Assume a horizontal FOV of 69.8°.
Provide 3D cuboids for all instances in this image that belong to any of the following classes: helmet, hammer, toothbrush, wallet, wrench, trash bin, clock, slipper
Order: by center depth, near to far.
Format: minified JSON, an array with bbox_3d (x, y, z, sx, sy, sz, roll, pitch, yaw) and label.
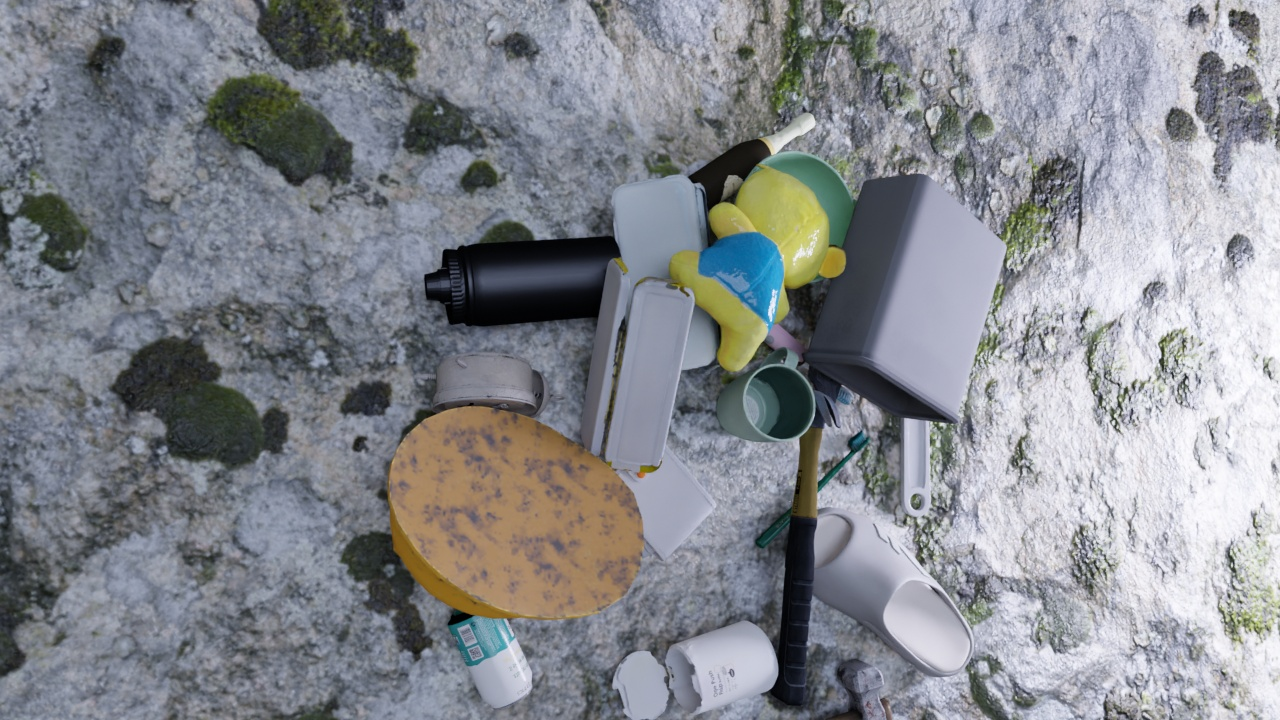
[{"bbox_3d":[-0.139,0.168,0.895,0.255,0.132,0.204,23,47,-20],"label":"helmet"},{"bbox_3d":[-0.142,0.025,0.941,0.156,0.104,0.061,11,71,-41],"label":"clock"},{"bbox_3d":[0.174,0.196,0.988,0.025,0.118,0.332,8,81,-13],"label":"hammer"},{"bbox_3d":[0.005,0.155,0.993,0.115,0.037,0.118,-43,100,-17],"label":"wallet"},{"bbox_3d":[0.132,0.423,0.993,0.318,0.049,0.121,-10,88,-16],"label":"hammer"},{"bbox_3d":[0.302,-0.065,1.031,0.191,0.098,0.219,27,77,-34],"label":"trash bin"},{"bbox_3d":[0.290,0.268,1.040,0.266,0.081,0.112,43,76,-8],"label":"slipper"},{"bbox_3d":[0.199,0.147,1.062,0.189,0.016,0.017,-41,98,-18],"label":"toothbrush"},{"bbox_3d":[0.166,-0.021,1.069,0.222,0.027,0.026,39,56,-9],"label":"toothbrush"},{"bbox_3d":[0.256,-0.068,1.096,0.073,0.022,0.272,26,71,-21],"label":"wrench"},{"bbox_3d":[0.323,0.051,1.113,0.086,0.018,0.273,5,83,-16],"label":"wrench"}]

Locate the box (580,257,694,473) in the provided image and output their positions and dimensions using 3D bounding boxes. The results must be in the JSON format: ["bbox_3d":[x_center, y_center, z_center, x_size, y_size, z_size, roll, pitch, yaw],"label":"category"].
[{"bbox_3d":[-0.013,0.008,0.926,0.057,0.117,0.210,-20,127,-50],"label":"box"}]

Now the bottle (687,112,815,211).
[{"bbox_3d":[0.135,-0.240,1.079,0.184,0.045,0.045,-36,94,-18],"label":"bottle"}]

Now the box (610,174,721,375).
[{"bbox_3d":[0.042,-0.086,1.014,0.106,0.127,0.215,-6,86,14],"label":"box"}]

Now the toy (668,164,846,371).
[{"bbox_3d":[0.129,-0.108,0.947,0.213,0.084,0.149,-46,111,-29],"label":"toy"}]

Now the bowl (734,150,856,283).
[{"bbox_3d":[0.167,-0.159,1.059,0.150,0.077,0.151,1,86,-19],"label":"bowl"}]

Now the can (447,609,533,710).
[{"bbox_3d":[-0.149,0.291,0.917,0.054,0.055,0.101,-26,91,-19],"label":"can"}]

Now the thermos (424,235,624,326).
[{"bbox_3d":[-0.124,-0.082,0.958,0.198,0.086,0.086,-6,84,-18],"label":"thermos"}]

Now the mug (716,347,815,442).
[{"bbox_3d":[0.138,0.037,1.012,0.084,0.104,0.111,29,76,-11],"label":"mug"}]

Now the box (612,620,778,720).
[{"bbox_3d":[0.057,0.332,0.964,0.165,0.093,0.083,-9,88,-27],"label":"box"}]
